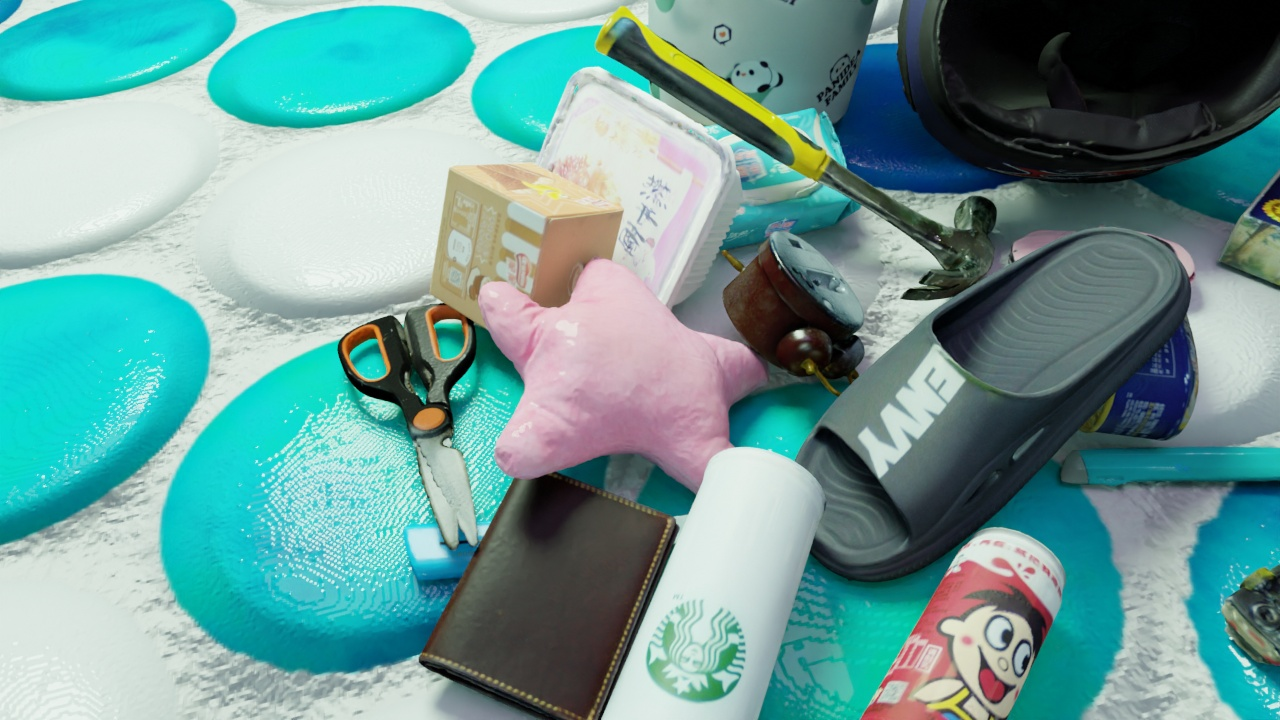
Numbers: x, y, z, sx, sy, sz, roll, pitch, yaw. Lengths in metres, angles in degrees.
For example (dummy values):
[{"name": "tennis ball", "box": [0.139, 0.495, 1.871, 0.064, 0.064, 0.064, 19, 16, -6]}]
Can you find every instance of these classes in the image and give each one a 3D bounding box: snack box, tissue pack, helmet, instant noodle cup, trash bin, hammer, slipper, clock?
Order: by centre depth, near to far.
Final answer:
[{"name": "slipper", "box": [0.183, 0.004, 0.505, 0.268, 0.083, 0.110, -39, 47, -4]}, {"name": "clock", "box": [0.103, -0.027, 0.588, 0.082, 0.055, 0.122, 4, 49, -52]}, {"name": "snack box", "box": [-0.078, -0.074, 0.622, 0.094, 0.093, 0.076, 30, 29, 30]}, {"name": "hammer", "box": [0.112, -0.148, 0.652, 0.323, 0.032, 0.125, 31, 48, -5]}, {"name": "snack box", "box": [0.546, -0.091, 0.656, 0.182, 0.046, 0.177, 33, 54, 30]}, {"name": "instant noodle cup", "box": [-0.001, -0.118, 0.662, 0.060, 0.138, 0.173, 0, 32, -49]}, {"name": "helmet", "box": [0.331, -0.259, 0.703, 0.315, 0.247, 0.240, -9, 17, -2]}, {"name": "tissue pack", "box": [0.097, -0.141, 0.708, 0.133, 0.050, 0.093, -13, 69, -11]}, {"name": "trash bin", "box": [0.106, -0.342, 0.767, 0.229, 0.252, 0.229, 3, 36, -2]}]

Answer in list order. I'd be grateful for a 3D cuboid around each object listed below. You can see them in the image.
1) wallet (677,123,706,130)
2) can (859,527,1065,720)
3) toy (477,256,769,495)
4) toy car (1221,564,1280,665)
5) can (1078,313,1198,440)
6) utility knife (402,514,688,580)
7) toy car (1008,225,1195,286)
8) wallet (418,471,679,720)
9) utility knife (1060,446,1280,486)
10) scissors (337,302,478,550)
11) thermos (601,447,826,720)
[{"name": "wallet", "box": [0.043, -0.177, 0.781, 0.115, 0.033, 0.090, 9, 45, 7]}, {"name": "can", "box": [0.153, 0.141, 0.433, 0.053, 0.053, 0.132, 27, 52, 27]}, {"name": "toy", "box": [-0.003, 0.003, 0.552, 0.194, 0.075, 0.178, 9, 51, -25]}, {"name": "toy car", "box": [0.336, 0.120, 0.459, 0.090, 0.035, 0.042, -18, 48, -16]}, {"name": "can", "box": [0.298, -0.016, 0.572, 0.049, 0.075, 0.147, 7, 47, 6]}, {"name": "utility knife", "box": [-0.035, 0.099, 0.513, 0.194, 0.018, 0.034, -4, 44, -4]}, {"name": "toy car", "box": [0.328, -0.071, 0.654, 0.122, 0.037, 0.056, 6, 44, 10]}, {"name": "wallet", "box": [-0.044, 0.118, 0.475, 0.096, 0.020, 0.122, 20, 57, 9]}, {"name": "utility knife", "box": [0.356, 0.062, 0.533, 0.223, 0.013, 0.029, -1, 43, 5]}, {"name": "scissors", "box": [-0.144, 0.039, 0.561, 0.143, 0.022, 0.234, -3, 39, 5]}, {"name": "thermos", "box": [0.026, 0.143, 0.420, 0.073, 0.073, 0.223, 14, 49, 17]}]
